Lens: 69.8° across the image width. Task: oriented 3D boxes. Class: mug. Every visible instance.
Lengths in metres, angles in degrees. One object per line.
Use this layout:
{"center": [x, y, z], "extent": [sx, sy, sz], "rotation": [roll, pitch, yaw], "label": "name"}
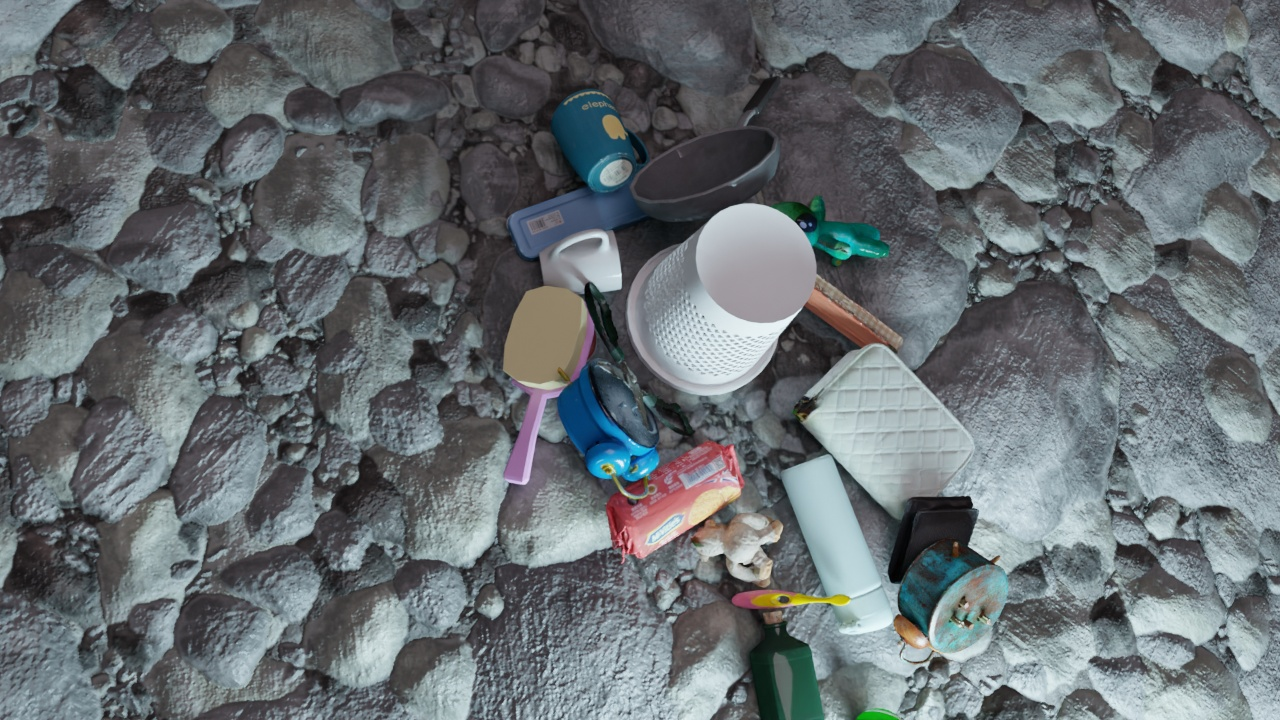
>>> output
{"center": [-0.040, -0.259, 1.113], "extent": [0.112, 0.085, 0.104], "rotation": [-1, 53, -37], "label": "mug"}
{"center": [-0.072, -0.120, 1.069], "extent": [0.089, 0.107, 0.071], "rotation": [-9, 67, -6], "label": "mug"}

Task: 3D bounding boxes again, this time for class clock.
{"center": [-0.030, 0.075, 0.993], "extent": [0.060, 0.116, 0.161], "rotation": [-34, 64, 19], "label": "clock"}
{"center": [0.354, 0.288, 1.055], "extent": [0.121, 0.073, 0.158], "rotation": [21, 100, -35], "label": "clock"}

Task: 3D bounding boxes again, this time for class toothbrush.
{"center": [0.170, 0.271, 1.041], "extent": [0.136, 0.016, 0.021], "rotation": [-6, 86, 20], "label": "toothbrush"}

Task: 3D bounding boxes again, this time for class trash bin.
{"center": [0.099, -0.077, 1.046], "extent": [0.195, 0.200, 0.195], "rotation": [3, 75, -12], "label": "trash bin"}

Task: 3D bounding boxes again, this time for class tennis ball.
{"center": [0.269, 0.424, 1.027], "extent": [0.065, 0.065, 0.065], "rotation": [3, 75, -12], "label": "tennis ball"}

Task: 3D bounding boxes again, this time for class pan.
{"center": [0.112, -0.265, 1.119], "extent": [0.356, 0.179, 0.041], "rotation": [-58, 134, -43], "label": "pan"}

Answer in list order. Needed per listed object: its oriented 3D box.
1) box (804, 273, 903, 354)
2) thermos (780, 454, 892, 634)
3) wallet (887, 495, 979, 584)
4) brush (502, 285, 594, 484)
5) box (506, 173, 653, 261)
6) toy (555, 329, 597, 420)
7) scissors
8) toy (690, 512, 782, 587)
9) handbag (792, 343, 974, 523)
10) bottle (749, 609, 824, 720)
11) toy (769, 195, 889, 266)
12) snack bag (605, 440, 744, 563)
{"center": [0.243, -0.064, 1.147], "extent": [0.187, 0.085, 0.048], "rotation": [37, 77, -4], "label": "box"}
{"center": [0.230, 0.217, 1.072], "extent": [0.077, 0.065, 0.206], "rotation": [-11, 77, -45], "label": "thermos"}
{"center": [0.349, 0.216, 1.089], "extent": [0.089, 0.026, 0.115], "rotation": [1, 113, -17], "label": "wallet"}
{"center": [-0.117, 0.025, 1.036], "extent": [0.089, 0.043, 0.228], "rotation": [8, 72, 18], "label": "brush"}
{"center": [-0.062, -0.181, 1.134], "extent": [0.209, 0.037, 0.066], "rotation": [-23, 88, -15], "label": "box"}
{"center": [-0.077, 0.016, 1.071], "extent": [0.049, 0.030, 0.111], "rotation": [2, 75, 14], "label": "toy"}
{"center": [-0.006, 0.006, 1.046], "extent": [0.015, 0.201, 0.201], "rotation": [-31, 59, 16], "label": "scissors"}
{"center": [0.107, 0.215, 1.051], "extent": [0.106, 0.074, 0.085], "rotation": [8, 87, -7], "label": "toy"}
{"center": [0.295, 0.085, 1.119], "extent": [0.138, 0.072, 0.195], "rotation": [-43, 89, -10], "label": "handbag"}
{"center": [0.159, 0.347, 1.024], "extent": [0.061, 0.061, 0.131], "rotation": [-6, 77, -17], "label": "bottle"}
{"center": [0.222, -0.160, 1.170], "extent": [0.193, 0.073, 0.130], "rotation": [8, 35, -14], "label": "toy"}
{"center": [0.037, 0.154, 1.040], "extent": [0.176, 0.082, 0.082], "rotation": [-28, 83, -18], "label": "snack bag"}
